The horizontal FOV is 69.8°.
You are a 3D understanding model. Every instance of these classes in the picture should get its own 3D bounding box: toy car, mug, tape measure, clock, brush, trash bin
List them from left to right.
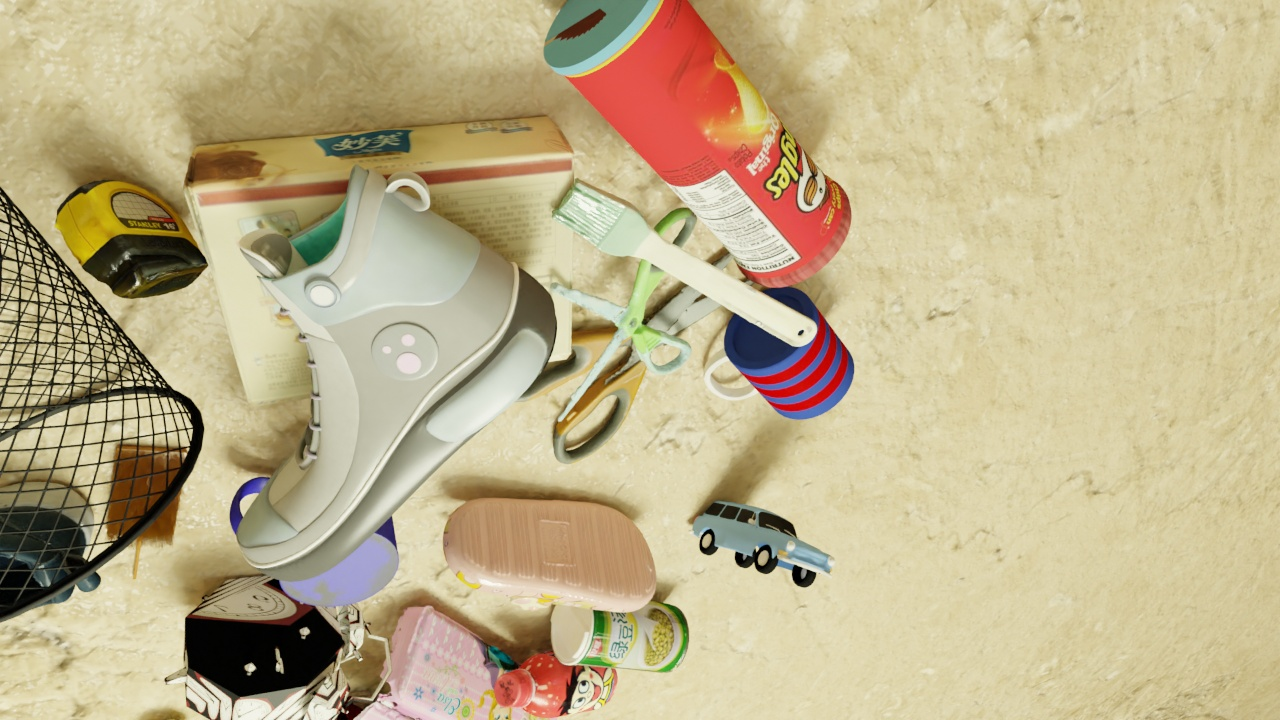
[{"bbox_3d":[-0.355,-0.005,0.445,0.184,0.184,0.210,-21,127,-6],"label":"trash bin"},{"bbox_3d":[-0.277,-0.065,0.495,0.037,0.065,0.064,-38,95,13],"label":"tape measure"},{"bbox_3d":[-0.349,0.113,0.644,0.048,0.017,0.127,7,124,-28],"label":"brush"},{"bbox_3d":[-0.265,0.218,0.696,0.154,0.114,0.065,13,123,-11],"label":"clock"},{"bbox_3d":[-0.232,0.114,0.650,0.111,0.083,0.079,15,120,-32],"label":"mug"},{"bbox_3d":[-0.277,0.354,0.842,0.169,0.062,0.070,-3,129,-34],"label":"toy car"},{"bbox_3d":[0.038,-0.055,0.589,0.217,0.012,0.033,26,114,-32],"label":"brush"},{"bbox_3d":[0.104,0.156,0.799,0.056,0.154,0.054,24,78,-27],"label":"toy car"},{"bbox_3d":[0.099,0.000,0.712,0.112,0.074,0.076,-19,138,28],"label":"mug"}]

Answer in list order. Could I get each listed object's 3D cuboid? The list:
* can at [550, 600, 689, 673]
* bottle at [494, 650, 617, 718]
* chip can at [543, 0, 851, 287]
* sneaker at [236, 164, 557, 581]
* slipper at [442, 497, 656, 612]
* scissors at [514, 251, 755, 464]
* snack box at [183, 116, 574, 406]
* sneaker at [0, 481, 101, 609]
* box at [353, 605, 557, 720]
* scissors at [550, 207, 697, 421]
[{"bbox_3d":[-0.020,0.258,0.870,0.120,0.067,0.067,18,119,-34],"label":"can"},{"bbox_3d":[-0.082,0.305,0.864,0.062,0.062,0.137,-45,150,16],"label":"bottle"},{"bbox_3d":[0.042,-0.136,0.557,0.087,0.087,0.213,-41,131,12],"label":"chip can"},{"bbox_3d":[-0.181,0.012,0.517,0.257,0.093,0.160,-40,124,14],"label":"sneaker"},{"bbox_3d":[-0.081,0.167,0.766,0.197,0.093,0.082,18,139,-31],"label":"slipper"},{"bbox_3d":[-0.005,0.000,0.698,0.225,0.016,0.175,-24,133,-5],"label":"scissors"},{"bbox_3d":[-0.147,-0.060,0.560,0.207,0.055,0.154,-9,131,-16],"label":"snack box"},{"bbox_3d":[-0.466,0.147,0.575,0.235,0.087,0.089,-15,132,-12],"label":"sneaker"},{"bbox_3d":[-0.167,0.335,0.833,0.160,0.062,0.230,-58,136,-20],"label":"box"},{"bbox_3d":[-0.007,-0.027,0.630,0.171,0.021,0.172,-55,149,8],"label":"scissors"}]
